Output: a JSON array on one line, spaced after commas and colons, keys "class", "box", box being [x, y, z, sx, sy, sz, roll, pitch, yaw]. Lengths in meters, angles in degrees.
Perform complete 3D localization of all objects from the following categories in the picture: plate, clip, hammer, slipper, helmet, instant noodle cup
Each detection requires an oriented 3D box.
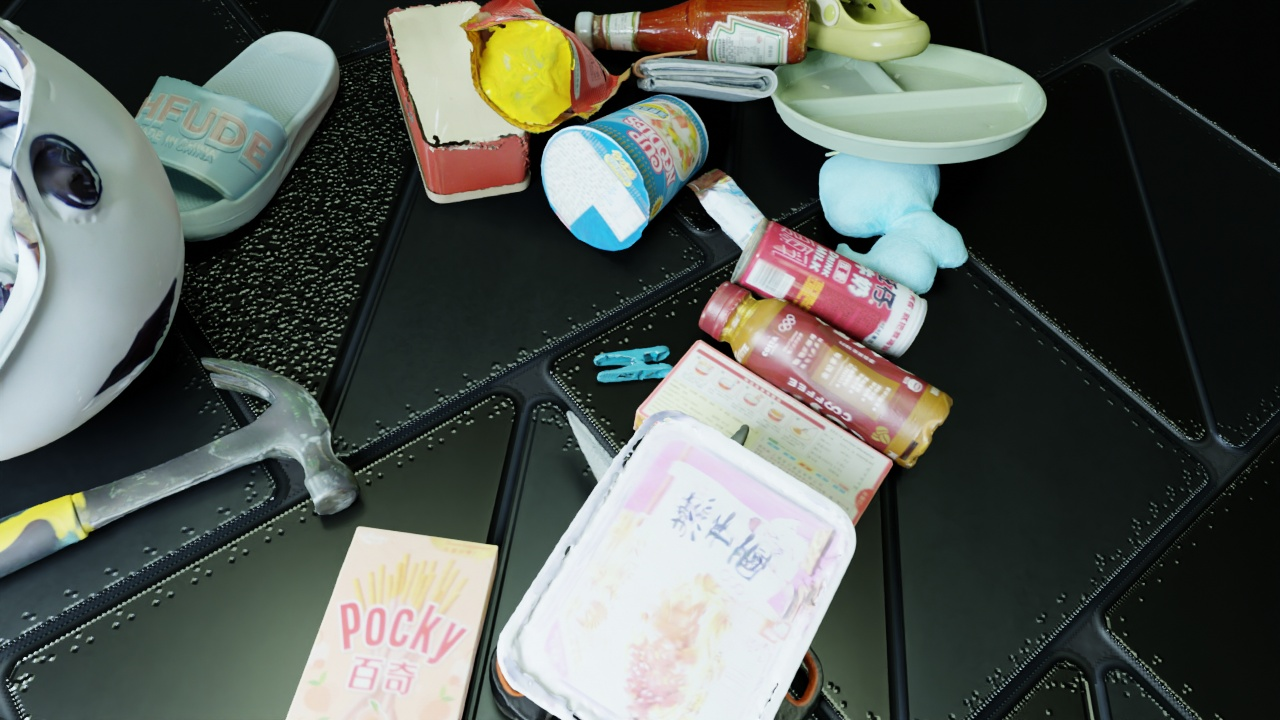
[{"class": "plate", "box": [0.224, -0.225, 0.789, 0.230, 0.028, 0.229, -1, 39, 1]}, {"class": "clip", "box": [-0.005, 0.003, 0.642, 0.057, 0.014, 0.046, -7, 59, -14]}, {"class": "hammer", "box": [-0.336, 0.094, 0.519, 0.322, 0.032, 0.126, -25, 62, -22]}, {"class": "slipper", "box": [-0.309, -0.180, 0.687, 0.104, 0.074, 0.244, 20, 54, 5]}, {"class": "helmet", "box": [-0.360, -0.055, 0.534, 0.229, 0.145, 0.258, -30, 70, 19]}, {"class": "instant noodle cup", "box": [-0.005, -0.153, 0.706, 0.099, 0.099, 0.109, 34, 49, 15]}, {"class": "instant noodle cup", "box": [0.020, 0.129, 0.495, 0.138, 0.060, 0.173, 31, 62, 6]}, {"class": "slipper", "box": [0.187, -0.325, 0.830, 0.091, 0.082, 0.190, -16, 36, -23]}]

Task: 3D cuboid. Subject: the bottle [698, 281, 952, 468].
[{"class": "bottle", "box": [0.123, 0.005, 0.632, 0.175, 0.058, 0.057, 32, 57, 14]}]

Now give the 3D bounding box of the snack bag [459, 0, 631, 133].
[{"class": "snack bag", "box": [-0.072, -0.242, 0.721, 0.128, 0.073, 0.207, 32, 24, -11]}]

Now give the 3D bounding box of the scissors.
[{"class": "scissors", "box": [0.006, 0.129, 0.540, 0.220, 0.022, 0.230, -31, 72, -21]}]

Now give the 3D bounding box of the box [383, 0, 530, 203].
[{"class": "box", "box": [-0.145, -0.216, 0.734, 0.091, 0.078, 0.168, -13, 59, -16]}]

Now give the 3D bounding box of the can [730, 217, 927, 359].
[{"class": "can", "box": [0.136, -0.051, 0.665, 0.133, 0.053, 0.053, 26, 55, -2]}]

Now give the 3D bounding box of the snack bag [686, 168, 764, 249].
[{"class": "snack bag", "box": [0.082, -0.106, 0.712, 0.104, 0.026, 0.048, 51, 50, 2]}]

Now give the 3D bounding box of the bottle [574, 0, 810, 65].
[{"class": "bottle", "box": [0.045, -0.293, 0.815, 0.206, 0.060, 0.059, 3, 54, 9]}]

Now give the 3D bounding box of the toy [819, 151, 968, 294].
[{"class": "toy", "box": [0.197, -0.123, 0.736, 0.161, 0.050, 0.156, -35, 64, -25]}]

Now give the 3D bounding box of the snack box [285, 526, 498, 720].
[{"class": "snack box", "box": [-0.132, 0.163, 0.486, 0.084, 0.026, 0.157, 7, 45, -1]}]

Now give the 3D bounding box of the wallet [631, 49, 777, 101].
[{"class": "wallet", "box": [0.046, -0.236, 0.757, 0.106, 0.037, 0.129, 5, 15, -8]}]

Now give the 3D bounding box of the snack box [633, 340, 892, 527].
[{"class": "snack box", "box": [0.080, 0.056, 0.609, 0.156, 0.027, 0.076, 33, 58, 14]}]
